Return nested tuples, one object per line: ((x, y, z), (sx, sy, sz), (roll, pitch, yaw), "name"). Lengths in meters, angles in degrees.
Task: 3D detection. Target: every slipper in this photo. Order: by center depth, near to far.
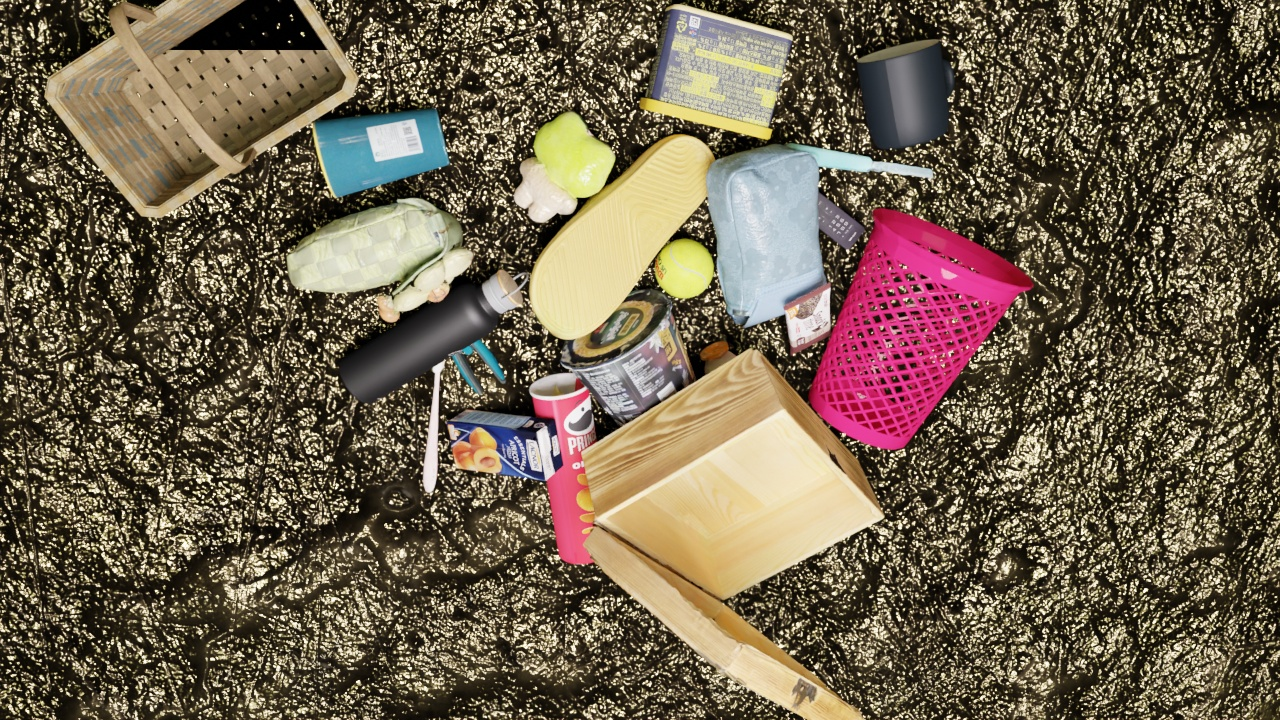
((-0.025, -0.139, 0.993), (0.263, 0.078, 0.099), (-47, 110, -8), "slipper")

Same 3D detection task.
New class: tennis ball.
((0.049, -0.102, 1.018), (0.065, 0.065, 0.065), (-2, 110, -7), "tennis ball")

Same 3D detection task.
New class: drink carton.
((-0.153, 0.096, 1.042), (0.130, 0.040, 0.064), (4, 114, 28), "drink carton")

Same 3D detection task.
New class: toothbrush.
((-0.241, 0.074, 1.071), (0.015, 0.018, 0.181), (5, 110, -9), "toothbrush")

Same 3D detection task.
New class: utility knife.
((0.246, -0.220, 1.027), (0.179, 0.015, 0.022), (7, 110, -8), "utility knife")

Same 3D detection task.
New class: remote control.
((0.193, -0.176, 1.037), (0.136, 0.015, 0.032), (34, 102, -15), "remote control")

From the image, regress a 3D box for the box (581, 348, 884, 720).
((0.106, 0.227, 0.964), (0.282, 0.314, 0.279), (-31, 137, 18), "box")

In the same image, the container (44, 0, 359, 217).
((-0.400, -0.251, 0.840), (0.250, 0.186, 0.157), (-31, 111, 4), "container")

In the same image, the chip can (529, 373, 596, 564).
((-0.079, 0.129, 1.084), (0.069, 0.069, 0.221), (-9, 111, -4), "chip can")

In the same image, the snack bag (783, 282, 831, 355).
((0.190, -0.043, 1.029), (0.057, 0.158, 0.013), (-28, 68, 1), "snack bag")

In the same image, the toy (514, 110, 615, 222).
((-0.085, -0.200, 0.970), (0.092, 0.046, 0.115), (45, 104, 7), "toy")

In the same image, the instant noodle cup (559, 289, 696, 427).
((-0.006, 0.006, 1.017), (0.137, 0.137, 0.112), (-28, 118, 3), "instant noodle cup")

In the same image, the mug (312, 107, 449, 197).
((-0.261, -0.217, 0.934), (0.121, 0.078, 0.078), (-13, 111, -7), "mug")

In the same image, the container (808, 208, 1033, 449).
((0.294, -0.027, 1.029), (0.183, 0.183, 0.226), (17, 114, -13), "container")

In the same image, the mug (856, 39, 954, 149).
((0.294, -0.288, 0.981), (0.121, 0.085, 0.094), (-29, 115, -28), "mug")

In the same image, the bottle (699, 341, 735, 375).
((0.107, 0.031, 1.077), (0.063, 0.063, 0.108), (-26, 110, 2), "bottle")

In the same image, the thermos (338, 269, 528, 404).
((-0.216, -0.033, 0.991), (0.232, 0.061, 0.061), (-29, 111, 14), "thermos")

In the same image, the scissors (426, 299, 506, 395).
((-0.199, -0.027, 1.037), (0.140, 0.019, 0.128), (17, 111, -6), "scissors")

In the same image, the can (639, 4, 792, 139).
((0.078, -0.297, 0.947), (0.135, 0.075, 0.104), (11, 105, -11), "can")

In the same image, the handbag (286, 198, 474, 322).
((-0.265, -0.099, 0.951), (0.186, 0.113, 0.117), (-17, 97, 0), "handbag")

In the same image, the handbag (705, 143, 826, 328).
((0.129, -0.137, 0.990), (0.121, 0.118, 0.192), (-21, 118, -13), "handbag")
